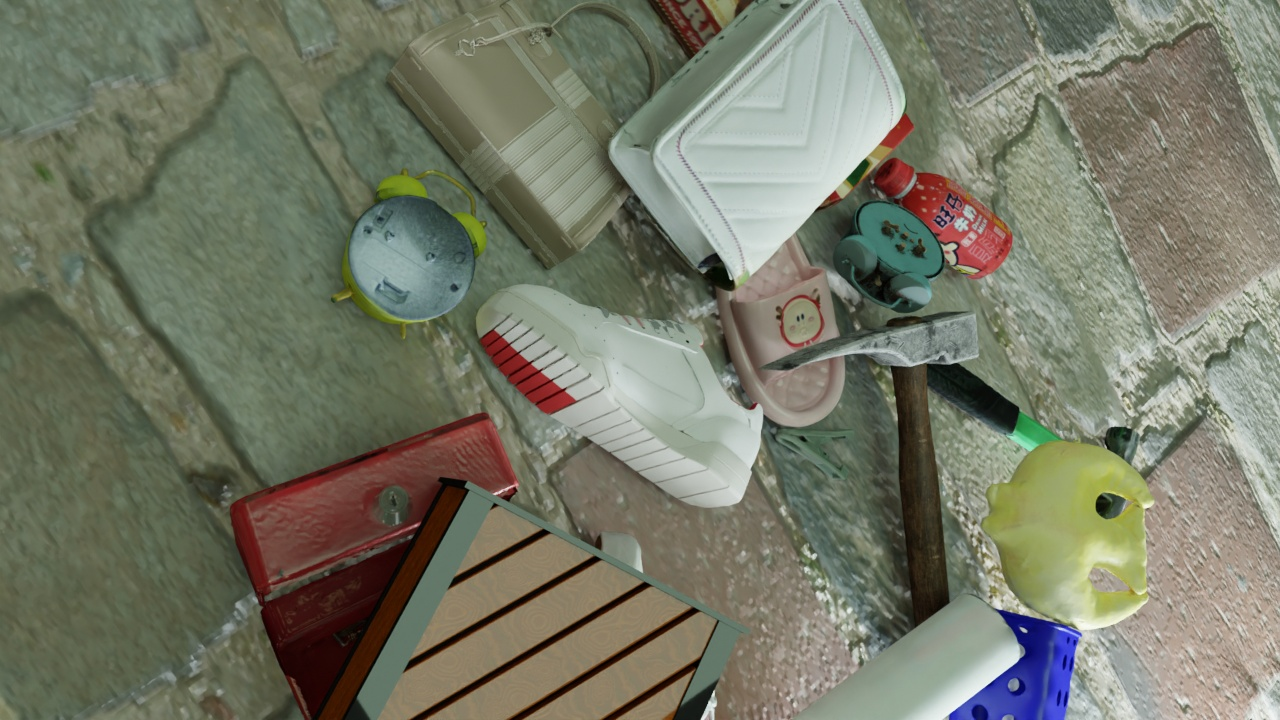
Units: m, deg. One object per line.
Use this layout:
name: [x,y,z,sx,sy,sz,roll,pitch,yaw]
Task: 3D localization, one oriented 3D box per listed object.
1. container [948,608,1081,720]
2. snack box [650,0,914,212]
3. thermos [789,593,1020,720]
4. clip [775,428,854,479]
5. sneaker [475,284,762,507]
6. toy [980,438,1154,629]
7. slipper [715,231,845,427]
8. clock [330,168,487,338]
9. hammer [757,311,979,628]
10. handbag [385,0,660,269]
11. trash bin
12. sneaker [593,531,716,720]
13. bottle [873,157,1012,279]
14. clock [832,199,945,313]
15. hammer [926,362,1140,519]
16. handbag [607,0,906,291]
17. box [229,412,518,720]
container: [0.319,0.277,0.786,0.084,0.085,0.113,29,72,-48]
snack box: [0.120,-0.251,0.770,0.113,0.060,0.236,-43,104,-23]
thermos: [0.189,0.272,0.718,0.229,0.068,0.068,-31,98,-15]
clip: [0.144,0.070,0.768,0.075,0.023,0.061,20,74,-25]
sneaker: [-0.004,0.005,0.670,0.236,0.091,0.104,36,61,-17]
toy: [0.378,0.148,0.816,0.155,0.065,0.170,14,73,0]
slipper: [0.112,-0.056,0.748,0.106,0.056,0.221,-20,93,-29]
clock: [-0.151,-0.076,0.617,0.083,0.057,0.119,33,71,-19]
hammer: [0.206,0.118,0.758,0.217,0.037,0.300,-12,99,-32]
handbag: [-0.055,-0.199,0.691,0.175,0.062,0.197,50,58,-13]
trash bin: [-0.069,0.165,0.433,0.139,0.140,0.171,30,76,-12]
sneaker: [0.010,0.238,0.638,0.088,0.118,0.241,-5,91,-7]
bottle: [0.270,-0.133,0.832,0.137,0.062,0.061,31,71,-19]
clock: [0.207,-0.083,0.778,0.090,0.053,0.124,34,48,2]
hammer: [0.352,0.059,0.868,0.318,0.032,0.130,31,72,-20]
handbag: [0.090,-0.167,0.676,0.198,0.096,0.142,-45,119,-12]
box: [-0.158,0.106,0.555,0.157,0.137,0.127,-23,101,-27]
